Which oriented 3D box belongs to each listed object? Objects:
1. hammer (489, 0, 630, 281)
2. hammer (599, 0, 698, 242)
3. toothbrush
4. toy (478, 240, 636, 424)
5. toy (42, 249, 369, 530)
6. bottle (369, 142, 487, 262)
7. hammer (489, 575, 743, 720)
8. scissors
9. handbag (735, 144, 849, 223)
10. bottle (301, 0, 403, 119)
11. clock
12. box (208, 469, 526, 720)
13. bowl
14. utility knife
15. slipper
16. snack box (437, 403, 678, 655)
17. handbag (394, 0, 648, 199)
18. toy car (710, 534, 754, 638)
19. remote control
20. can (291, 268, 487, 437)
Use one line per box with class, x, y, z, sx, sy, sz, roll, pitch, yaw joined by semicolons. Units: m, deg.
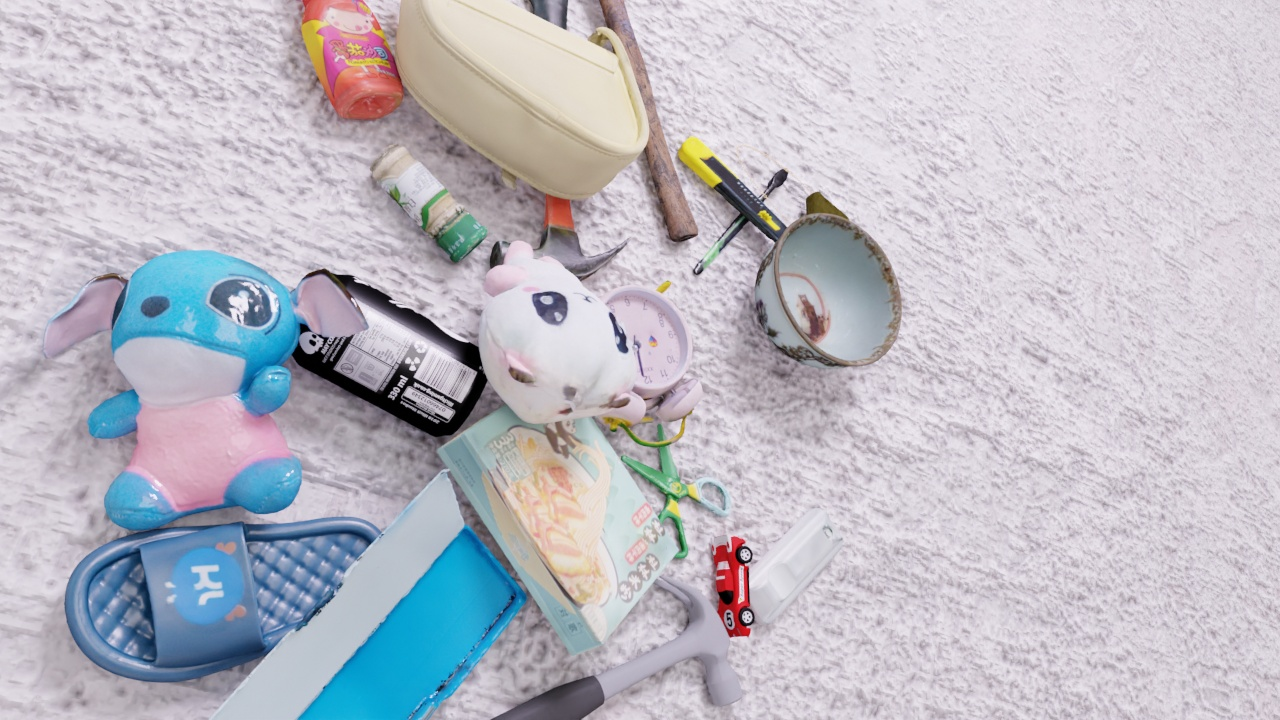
hammer;-0.083;-0.232;0.889;0.133;0.033;0.332;4;72;-27
hammer;-0.009;-0.278;0.935;0.119;0.033;0.330;-12;83;-45
toothbrush;0.108;-0.150;0.983;0.014;0.017;0.187;44;61;-6
toy;-0.072;-0.026;0.736;0.138;0.102;0.179;19;40;-36
toy;-0.290;0.016;0.635;0.224;0.099;0.191;-4;89;1
bottle;-0.183;-0.137;0.793;0.110;0.043;0.042;46;58;-9
hammer;-0.055;0.272;0.744;0.310;0.030;0.125;-15;83;-32
scissors;0.038;0.119;0.855;0.123;0.012;0.127;-5;78;-32
handbag;0.162;-0.171;0.985;0.178;0.028;0.083;33;45;-30
bottle;-0.254;-0.278;0.791;0.071;0.049;0.134;-15;81;-49
clock;-0.005;0.005;0.833;0.116;0.059;0.157;-4;71;-31
box;-0.197;0.206;0.639;0.242;0.060;0.176;-50;138;-31
bowl;0.177;-0.059;0.941;0.159;0.094;0.159;9;70;-27
utility knife;0.109;-0.171;0.971;0.174;0.020;0.028;42;63;-5
slipper;-0.274;0.160;0.637;0.213;0.059;0.103;-3;77;-33
snack box;-0.062;0.119;0.753;0.193;0.044;0.141;57;34;-2
handbag;-0.109;-0.255;0.821;0.232;0.089;0.190;20;53;-24
toy car;0.083;0.206;0.836;0.025;0.038;0.089;9;70;-24
remote control;0.148;0.197;0.885;0.133;0.022;0.050;-36;94;-33
can;-0.197;-0.004;0.719;0.146;0.080;0.080;31;62;-18
